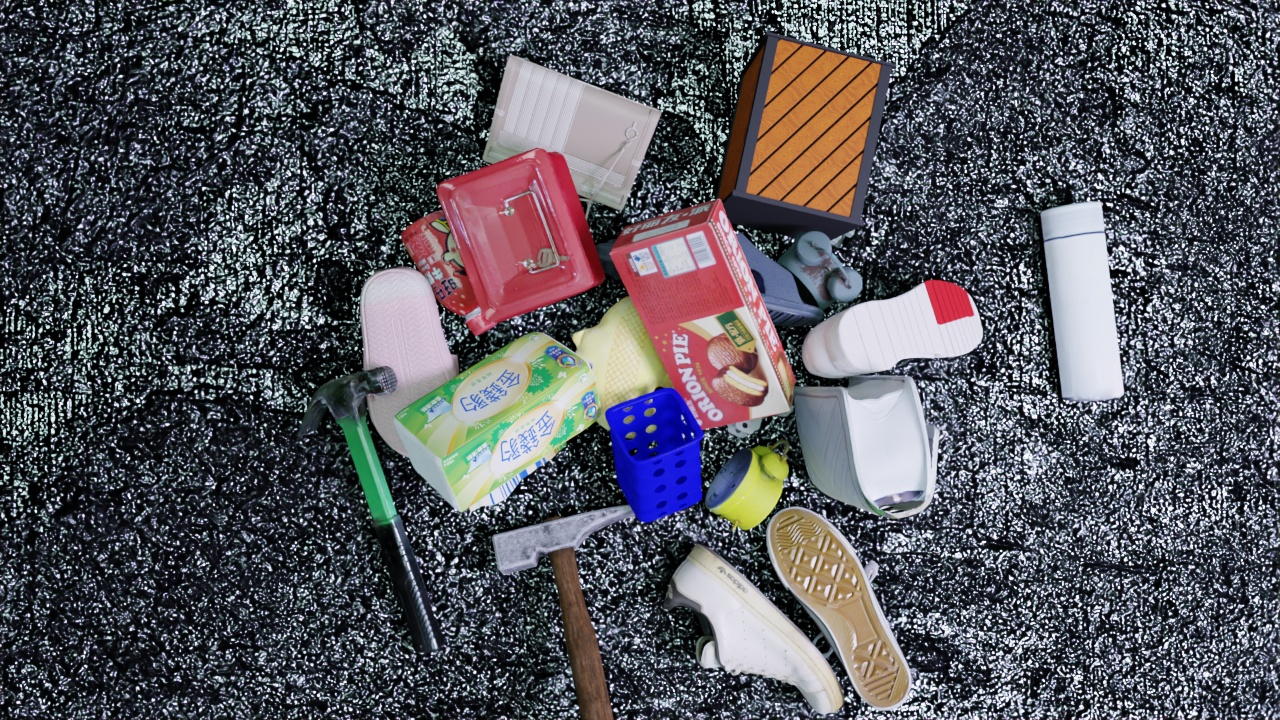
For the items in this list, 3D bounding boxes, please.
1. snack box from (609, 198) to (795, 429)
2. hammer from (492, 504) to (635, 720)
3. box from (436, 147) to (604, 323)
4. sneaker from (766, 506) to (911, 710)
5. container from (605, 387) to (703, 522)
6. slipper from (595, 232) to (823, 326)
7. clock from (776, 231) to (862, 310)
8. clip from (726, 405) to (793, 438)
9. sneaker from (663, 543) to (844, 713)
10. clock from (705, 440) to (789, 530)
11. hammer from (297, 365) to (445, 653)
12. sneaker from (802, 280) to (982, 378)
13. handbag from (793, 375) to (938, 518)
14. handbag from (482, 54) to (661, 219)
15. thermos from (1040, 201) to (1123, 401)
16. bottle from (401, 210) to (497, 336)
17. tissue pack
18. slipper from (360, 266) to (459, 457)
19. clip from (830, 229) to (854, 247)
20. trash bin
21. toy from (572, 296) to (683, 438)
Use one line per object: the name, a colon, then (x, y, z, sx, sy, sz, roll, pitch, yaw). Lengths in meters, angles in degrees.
snack box: (0.070, -0.041, 0.962, 0.113, 0.060, 0.236, -14, 119, 25)
hammer: (-0.024, 0.306, 0.989, 0.217, 0.037, 0.300, -13, 70, -5)
box: (-0.120, -0.133, 0.982, 0.137, 0.127, 0.157, -18, 93, 5)
sneaker: (0.227, 0.277, 1.042, 0.118, 0.088, 0.241, -31, 71, 7)
container: (0.017, 0.104, 0.994, 0.085, 0.114, 0.084, -19, 48, -13)
slipper: (0.080, -0.105, 1.029, 0.263, 0.101, 0.082, 17, 80, 1)
clock: (0.198, -0.098, 1.019, 0.053, 0.124, 0.090, -42, 93, -2)
clip: (0.122, 0.062, 1.068, 0.101, 0.044, 0.054, 21, 76, -4)
sneaker: (0.121, 0.321, 1.026, 0.102, 0.089, 0.241, -44, 89, -12)
clock: (0.125, 0.135, 1.033, 0.057, 0.083, 0.119, 38, 89, -9)
hammer: (-0.280, 0.170, 1.003, 0.130, 0.032, 0.319, -14, 98, 23)
sneaker: (0.281, -0.028, 1.049, 0.236, 0.104, 0.090, -15, 86, -33)
handbag: (0.239, 0.089, 0.987, 0.096, 0.198, 0.142, -11, 91, -7)
handbag: (-0.093, -0.215, 1.037, 0.175, 0.062, 0.198, 19, 96, -5)
thermos: (0.519, -0.069, 1.079, 0.068, 0.068, 0.230, -8, 91, -6)
bottle: (-0.205, -0.093, 1.013, 0.062, 0.062, 0.137, -32, 93, -5)
tissue pack: (-0.141, 0.082, 0.980, 0.197, 0.120, 0.141, -29, 132, -21)
slipper: (-0.252, 0.006, 1.010, 0.107, 0.055, 0.222, -9, 101, 2)
clip: (0.243, -0.172, 1.074, 0.023, 0.061, 0.075, 26, 73, -6)
trash bin: (0.172, -0.236, 1.010, 0.139, 0.140, 0.171, 12, 88, -5)
toy: (-0.006, 0.006, 1.033, 0.154, 0.065, 0.170, 13, 93, -19)
